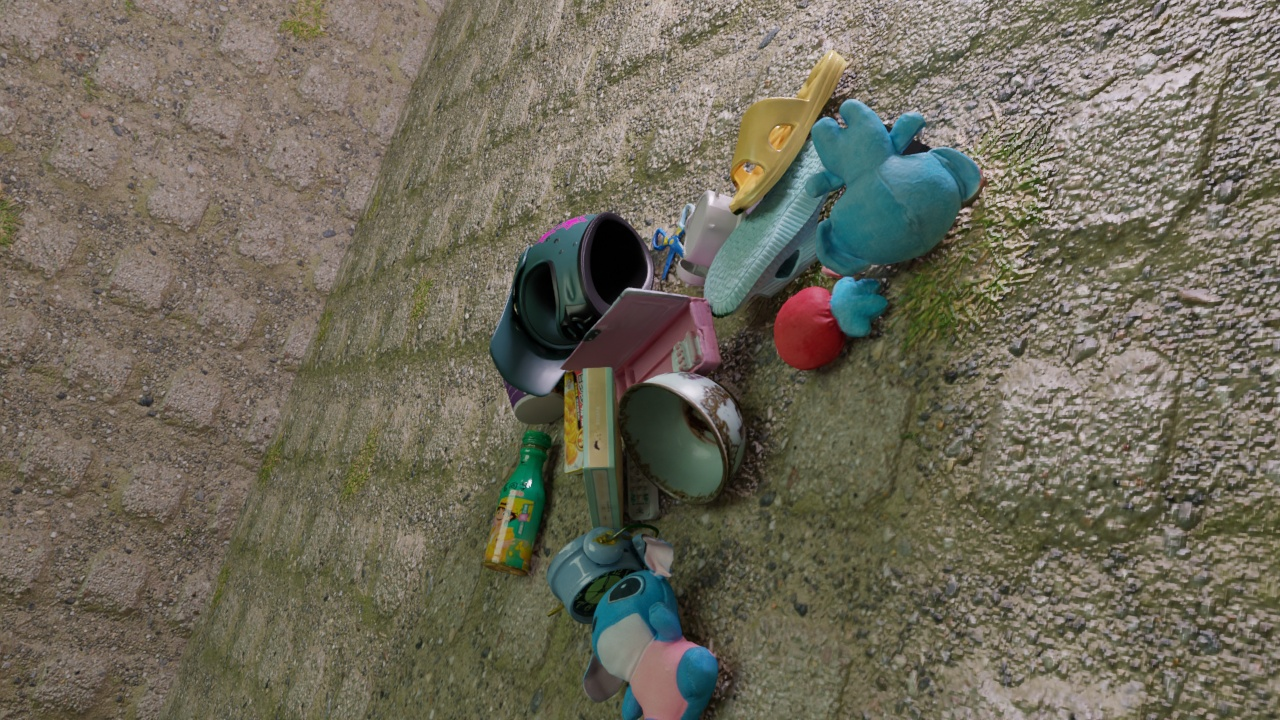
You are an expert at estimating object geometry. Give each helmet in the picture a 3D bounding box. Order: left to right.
[{"bbox_3d":[-0.105,-0.087,1.336,0.201,0.176,0.274,-29,27,34],"label":"helmet"}]

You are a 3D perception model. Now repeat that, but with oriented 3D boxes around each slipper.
[{"bbox_3d":[0.168,-0.295,1.153,0.263,0.078,0.100,-57,5,-17],"label":"slipper"},{"bbox_3d":[0.174,-0.159,1.115,0.276,0.069,0.116,-55,30,-2],"label":"slipper"}]

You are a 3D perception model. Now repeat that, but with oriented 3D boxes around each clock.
[{"bbox_3d":[-0.040,0.246,1.092,0.162,0.118,0.060,-57,43,23],"label":"clock"},{"bbox_3d":[0.093,-0.162,1.231,0.160,0.061,0.119,124,160,-60],"label":"clock"}]

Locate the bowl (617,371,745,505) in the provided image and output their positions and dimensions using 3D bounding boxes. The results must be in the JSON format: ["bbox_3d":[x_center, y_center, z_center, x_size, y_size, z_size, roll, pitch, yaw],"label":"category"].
[{"bbox_3d":[0.063,0.076,1.063,0.093,0.160,0.160,-33,12,-37],"label":"bowl"}]

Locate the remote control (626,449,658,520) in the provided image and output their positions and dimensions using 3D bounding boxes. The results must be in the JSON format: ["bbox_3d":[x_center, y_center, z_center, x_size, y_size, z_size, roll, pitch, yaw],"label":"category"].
[{"bbox_3d":[0.004,0.135,1.163,0.050,0.022,0.133,-15,74,50],"label":"remote control"}]

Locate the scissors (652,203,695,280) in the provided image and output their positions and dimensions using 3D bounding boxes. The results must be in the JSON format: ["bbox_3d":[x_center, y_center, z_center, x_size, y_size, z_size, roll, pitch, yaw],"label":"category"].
[{"bbox_3d":[0.055,-0.180,1.357,0.123,0.016,0.125,-56,31,17],"label":"scissors"}]

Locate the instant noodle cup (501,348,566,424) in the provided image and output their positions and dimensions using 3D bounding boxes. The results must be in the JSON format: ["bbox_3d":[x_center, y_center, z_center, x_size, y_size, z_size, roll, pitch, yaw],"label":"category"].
[{"bbox_3d":[-0.159,0.025,1.437,0.137,0.121,0.121,-34,51,26],"label":"instant noodle cup"}]

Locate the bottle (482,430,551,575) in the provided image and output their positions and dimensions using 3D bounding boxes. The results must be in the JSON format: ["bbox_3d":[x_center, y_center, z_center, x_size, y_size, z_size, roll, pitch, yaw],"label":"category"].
[{"bbox_3d":[-0.175,0.208,1.358,0.068,0.068,0.209,-16,55,50],"label":"bottle"}]

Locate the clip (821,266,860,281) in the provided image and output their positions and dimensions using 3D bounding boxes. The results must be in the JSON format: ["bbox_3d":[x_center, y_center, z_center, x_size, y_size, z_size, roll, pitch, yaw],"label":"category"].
[{"bbox_3d":[0.230,-0.108,1.041,0.060,0.023,0.045,-3,67,61],"label":"clip"}]

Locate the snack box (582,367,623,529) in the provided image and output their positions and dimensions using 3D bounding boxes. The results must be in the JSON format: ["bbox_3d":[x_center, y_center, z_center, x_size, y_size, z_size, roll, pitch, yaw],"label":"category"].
[{"bbox_3d":[-0.045,0.121,1.149,0.194,0.044,0.141,88,180,-54],"label":"snack box"}]

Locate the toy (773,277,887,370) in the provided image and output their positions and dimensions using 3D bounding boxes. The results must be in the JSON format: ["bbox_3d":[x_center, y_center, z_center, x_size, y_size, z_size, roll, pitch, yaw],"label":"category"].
[{"bbox_3d":[0.205,-0.044,0.999,0.133,0.062,0.092,-27,59,21],"label":"toy"}]

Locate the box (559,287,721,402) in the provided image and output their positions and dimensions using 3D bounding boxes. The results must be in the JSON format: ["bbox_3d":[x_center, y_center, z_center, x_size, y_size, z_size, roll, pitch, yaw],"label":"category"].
[{"bbox_3d":[-0.009,0.006,1.150,0.233,0.115,0.106,-43,53,55],"label":"box"}]

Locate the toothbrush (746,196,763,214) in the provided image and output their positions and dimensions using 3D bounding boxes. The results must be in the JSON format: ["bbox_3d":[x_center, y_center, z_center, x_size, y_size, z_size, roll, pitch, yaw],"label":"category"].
[{"bbox_3d":[0.135,-0.154,1.211,0.019,0.018,0.187,-6,63,56],"label":"toothbrush"}]

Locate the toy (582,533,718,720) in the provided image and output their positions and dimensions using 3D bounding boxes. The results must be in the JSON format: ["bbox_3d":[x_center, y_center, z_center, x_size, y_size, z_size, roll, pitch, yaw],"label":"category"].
[{"bbox_3d":[0.015,0.303,0.985,0.191,0.098,0.224,47,122,51],"label":"toy"}]

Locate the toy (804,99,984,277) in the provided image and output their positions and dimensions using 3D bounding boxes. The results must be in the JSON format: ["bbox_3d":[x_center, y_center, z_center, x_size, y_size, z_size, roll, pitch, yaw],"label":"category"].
[{"bbox_3d":[0.249,-0.184,0.967,0.184,0.114,0.180,-34,76,14],"label":"toy"}]

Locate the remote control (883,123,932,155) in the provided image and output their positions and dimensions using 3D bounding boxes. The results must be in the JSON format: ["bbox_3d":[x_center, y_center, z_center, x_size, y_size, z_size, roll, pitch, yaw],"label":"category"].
[{"bbox_3d":[0.287,-0.233,1.052,0.058,0.013,0.133,-54,33,15],"label":"remote control"}]

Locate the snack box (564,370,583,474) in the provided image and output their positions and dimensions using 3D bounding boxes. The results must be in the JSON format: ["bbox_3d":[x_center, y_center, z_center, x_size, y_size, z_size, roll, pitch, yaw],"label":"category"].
[{"bbox_3d":[-0.079,0.083,1.320,0.075,0.025,0.152,-22,62,47],"label":"snack box"}]
